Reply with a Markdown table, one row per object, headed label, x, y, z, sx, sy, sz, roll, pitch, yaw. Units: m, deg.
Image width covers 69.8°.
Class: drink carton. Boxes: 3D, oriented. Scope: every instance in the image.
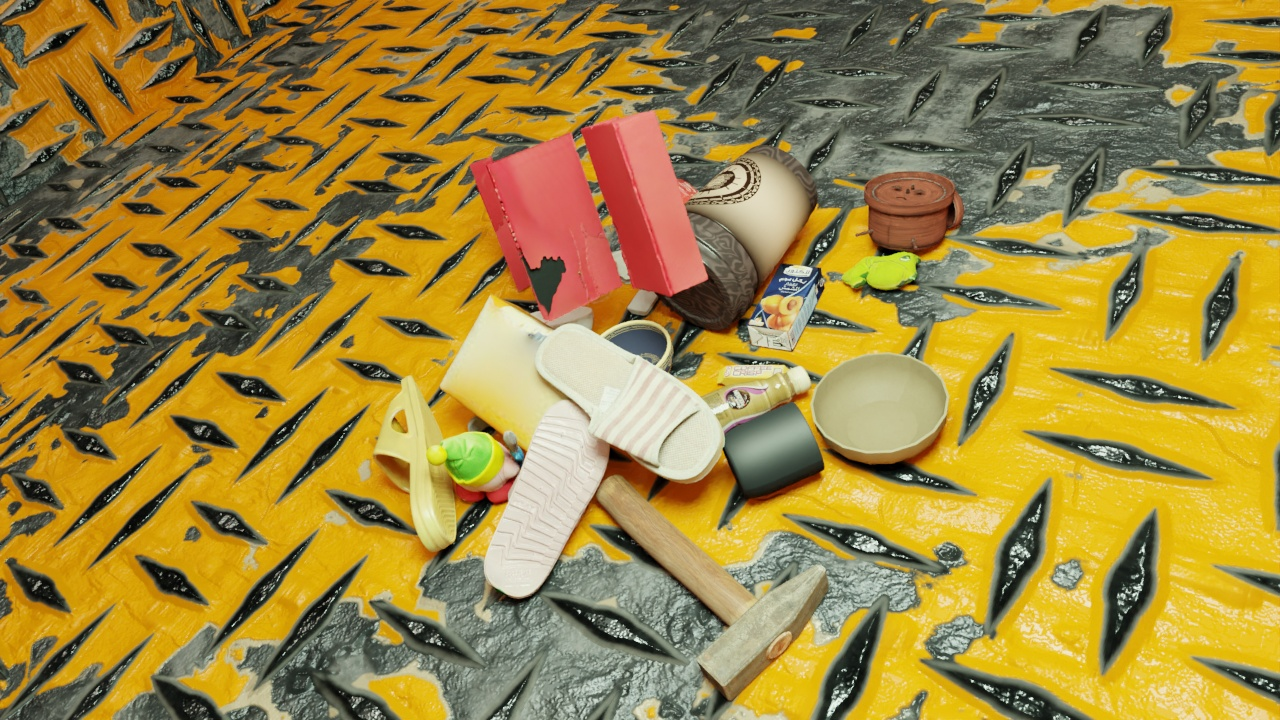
| label | x | y | z | sx | sy | sz | roll | pitch | yaw |
| --- | --- | --- | --- | --- | --- | --- | --- | --- | --- |
| drink carton | 0.196 | -0.074 | 1.235 | 0.064 | 0.040 | 0.129 | 11 | 51 | 29 |

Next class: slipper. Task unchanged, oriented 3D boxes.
| label | x | y | z | sx | sy | sz | roll | pitch | yaw |
| --- | --- | --- | --- | --- | --- | --- | --- | --- | --- |
| slipper | -0.109 | 0.164 | 1.080 | 0.094 | 0.064 | 0.239 | 24 | 73 | -2 |
| slipper | -0.293 | 0.136 | 1.176 | 0.078 | 0.099 | 0.263 | -23 | 46 | 1 |
| slipper | -0.022 | 0.042 | 1.048 | 0.263 | 0.052 | 0.115 | 36 | 78 | 26 |

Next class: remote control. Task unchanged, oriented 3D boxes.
| label | x | y | z | sx | sy | sz | roll | pitch | yaw |
| --- | --- | --- | --- | --- | --- | --- | --- | --- | --- |
| remote control | 0.025 | -0.115 | 1.365 | 0.033 | 0.012 | 0.130 | 13 | 52 | 29 |

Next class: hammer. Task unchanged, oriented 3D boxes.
| label | x | y | z | sx | sy | sz | roll | pitch | yaw |
| --- | --- | --- | --- | --- | --- | --- | --- | --- | --- |
| hammer | 0.052 | 0.211 | 1.003 | 0.157 | 0.037 | 0.301 | -38 | 45 | -18 |

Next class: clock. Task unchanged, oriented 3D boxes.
| label | x | y | z | sx | sy | sz | roll | pitch | yaw |
| --- | --- | --- | --- | --- | --- | --- | --- | --- | --- |
| clock | 0.375 | -0.210 | 1.264 | 0.121 | 0.072 | 0.157 | 20 | 41 | 36 |

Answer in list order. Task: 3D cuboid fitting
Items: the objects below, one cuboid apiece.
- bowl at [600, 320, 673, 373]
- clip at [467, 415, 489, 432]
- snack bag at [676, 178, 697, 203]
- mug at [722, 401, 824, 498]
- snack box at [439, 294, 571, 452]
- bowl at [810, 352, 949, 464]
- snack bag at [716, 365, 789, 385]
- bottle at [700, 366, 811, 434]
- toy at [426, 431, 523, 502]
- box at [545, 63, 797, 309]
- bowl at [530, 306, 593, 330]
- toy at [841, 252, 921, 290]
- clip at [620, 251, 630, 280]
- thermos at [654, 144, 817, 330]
| label | x | y | z | sx | sy | sz | roll | pitch | yaw |
| --- | --- | --- | --- | --- | --- | --- | --- | --- | --- |
| bowl | -0.007 | 0.007 | 1.217 | 0.112 | 0.061 | 0.112 | -11 | 43 | 11 |
| clip | -0.164 | 0.054 | 1.257 | 0.163 | 0.028 | 0.112 | -22 | 41 | 0 |
| snack bag | 0.072 | -0.225 | 1.409 | 0.082 | 0.082 | 0.176 | -30 | 43 | -9 |
| mug | 0.145 | 0.100 | 1.056 | 0.094 | 0.085 | 0.121 | -24 | 15 | -1 |
| snack box | -0.149 | 0.021 | 1.176 | 0.195 | 0.080 | 0.145 | 32 | 94 | 28 |
| bowl | 0.276 | 0.063 | 1.055 | 0.152 | 0.050 | 0.152 | -11 | 43 | 11 |
| snack bag | 0.147 | 0.019 | 1.174 | 0.099 | 0.020 | 0.026 | 0 | 45 | 21 |
| bottle | 0.127 | 0.053 | 1.119 | 0.166 | 0.060 | 0.059 | -24 | 42 | -4 |
| toy | -0.200 | 0.127 | 1.119 | 0.124 | 0.131 | 0.096 | 4 | 43 | 24 |
| box | 0.085 | -0.226 | 1.143 | 0.350 | 0.217 | 0.198 | -23 | 16 | -18 |
| bowl | -0.120 | -0.038 | 1.300 | 0.115 | 0.050 | 0.114 | -8 | 15 | 2 |
| toy | 0.325 | -0.120 | 1.236 | 0.094 | 0.036 | 0.093 | -35 | 35 | -18 |
| clip | -0.019 | -0.149 | 1.401 | 0.102 | 0.056 | 0.056 | -14 | 19 | 9 |
| thermos | 0.128 | -0.177 | 1.262 | 0.173 | 0.173 | 0.225 | 23 | 61 | 38 |
